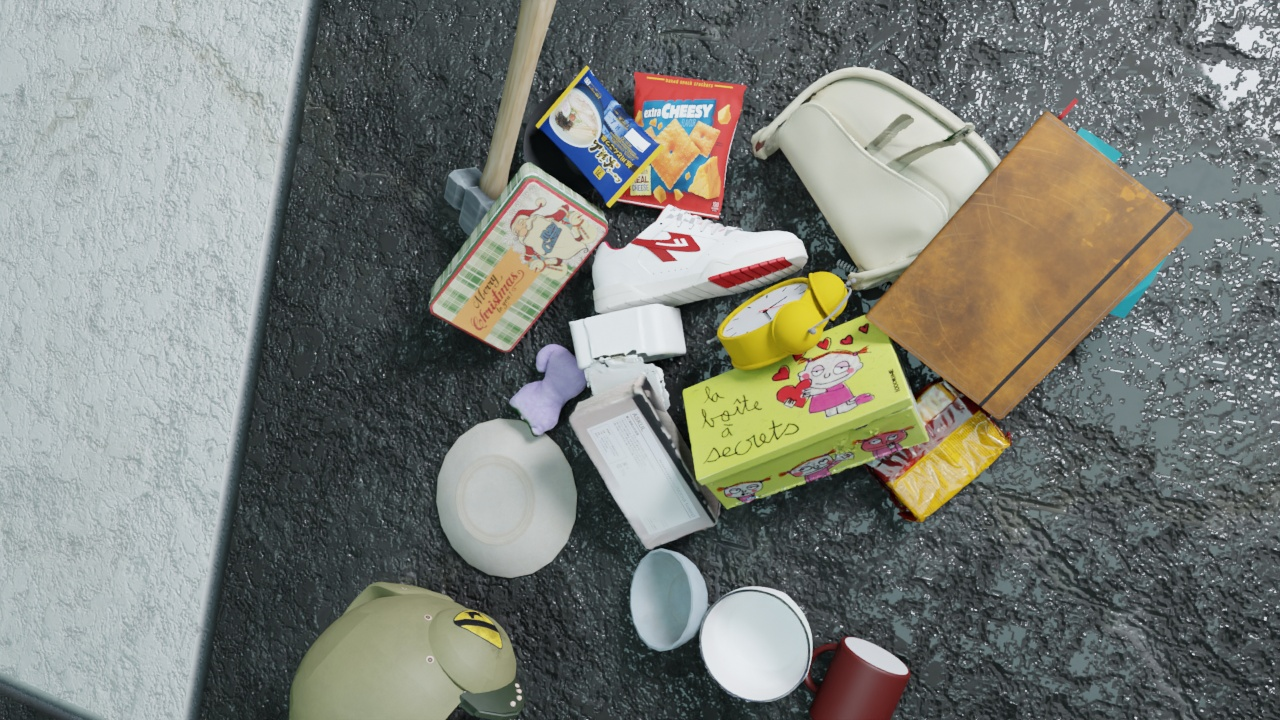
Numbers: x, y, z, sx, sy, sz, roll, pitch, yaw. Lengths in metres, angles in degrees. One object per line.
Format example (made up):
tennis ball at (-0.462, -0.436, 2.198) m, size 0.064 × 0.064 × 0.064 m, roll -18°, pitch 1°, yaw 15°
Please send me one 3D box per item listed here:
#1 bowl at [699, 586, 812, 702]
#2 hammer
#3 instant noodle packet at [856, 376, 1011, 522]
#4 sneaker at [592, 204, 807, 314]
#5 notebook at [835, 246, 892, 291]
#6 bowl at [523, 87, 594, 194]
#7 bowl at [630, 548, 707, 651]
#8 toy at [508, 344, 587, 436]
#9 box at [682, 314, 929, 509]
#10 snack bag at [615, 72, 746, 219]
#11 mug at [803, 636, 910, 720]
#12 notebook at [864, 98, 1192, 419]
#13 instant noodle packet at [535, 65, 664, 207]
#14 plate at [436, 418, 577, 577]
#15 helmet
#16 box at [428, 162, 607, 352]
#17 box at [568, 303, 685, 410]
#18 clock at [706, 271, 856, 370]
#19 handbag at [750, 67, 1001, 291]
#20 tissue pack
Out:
bowl at (0.125, 0.289, 0.956) m, size 0.116 × 0.065 × 0.116 m, roll -1°, pitch 88°, yaw 20°
hammer at (-0.140, -0.273, 0.999) m, size 0.117 × 0.051 × 0.324 m, roll 45°, pitch 133°, yaw 26°
instant noodle packet at (0.288, 0.089, 0.917) m, size 0.135 × 0.039 × 0.098 m, roll -44°, pitch 73°, yaw 11°
sneaker at (0.056, -0.121, 0.990) m, size 0.237 × 0.090 × 0.104 m, roll -13°, pitch 80°, yaw 24°
notebook at (0.323, -0.115, 0.923) m, size 0.207 × 0.016 × 0.149 m, roll 31°, pitch 98°, yaw 18°
bowl at (-0.067, -0.245, 1.051) m, size 0.124 × 0.052 × 0.124 m, roll -1°, pitch 88°, yaw 20°
bowl at (0.036, 0.258, 0.990) m, size 0.107 × 0.039 × 0.106 m, roll -18°, pitch 67°, yaw 49°
toy at (-0.109, 0.031, 1.068) m, size 0.100 × 0.036 × 0.080 m, roll -47°, pitch 64°, yaw 8°
box at (0.159, 0.053, 0.917) m, size 0.221 × 0.082 × 0.124 m, roll -20°, pitch 46°, yaw 18°
snack bag at (0.042, -0.239, 1.017) m, size 0.131 × 0.039 × 0.144 m, roll 14°, pitch 98°, yaw 20°
mug at (0.209, 0.326, 0.928) m, size 0.106 × 0.073 × 0.082 m, roll 29°, pitch 99°, yaw 48°
notebook at (0.354, -0.079, 0.824) m, size 0.178 × 0.014 × 0.250 m, roll 37°, pitch 111°, yaw -3°
instant noodle packet at (-0.046, -0.244, 1.000) m, size 0.087 × 0.026 × 0.134 m, roll -45°, pitch 74°, yaw 17°
plate at (-0.166, 0.163, 1.088) m, size 0.189 × 0.027 × 0.188 m, roll -1°, pitch 88°, yaw 20°
helmet at (-0.245, 0.355, 0.979) m, size 0.233 × 0.255 × 0.250 m, roll 34°, pitch 98°, yaw 15°
box at (-0.138, -0.111, 1.030) m, size 0.117 × 0.050 × 0.206 m, roll 33°, pitch 114°, yaw -26°
box at (-0.006, 0.012, 0.996) m, size 0.110 × 0.102 × 0.130 m, roll -13°, pitch 86°, yaw 18°
clock at (0.143, -0.042, 0.924) m, size 0.152 × 0.113 × 0.052 m, roll -15°, pitch 115°, yaw 49°
handbag at (0.230, -0.186, 0.890) m, size 0.184 × 0.131 × 0.229 m, roll -37°, pitch 74°, yaw 20°
tissue pack at (0.002, 0.107, 0.985) m, size 0.104 × 0.071 × 0.181 m, roll -24°, pitch 113°, yaw 21°
